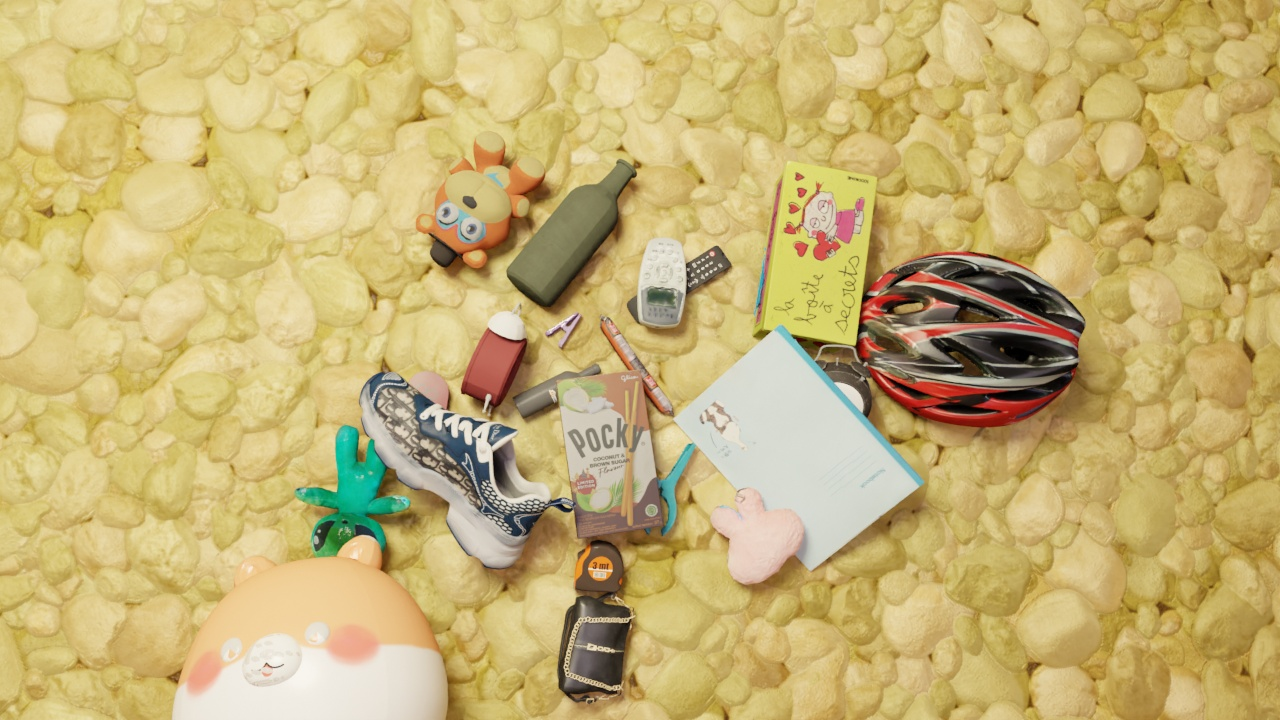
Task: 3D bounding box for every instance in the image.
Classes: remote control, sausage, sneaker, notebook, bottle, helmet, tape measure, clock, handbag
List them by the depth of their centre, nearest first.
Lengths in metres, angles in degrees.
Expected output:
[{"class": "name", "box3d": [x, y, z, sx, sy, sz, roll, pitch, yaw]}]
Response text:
[{"class": "sneaker", "box3d": [-0.197, 0.102, 1.044, 0.133, 0.103, 0.269, -41, 91, 22]}, {"class": "handbag", "box3d": [-0.051, 0.336, 1.076, 0.079, 0.054, 0.128, 14, 77, -14]}, {"class": "tape measure", "box3d": [-0.050, 0.245, 1.094, 0.058, 0.038, 0.059, 4, 94, -4]}, {"class": "clock", "box3d": [-0.169, -0.004, 1.094, 0.048, 0.096, 0.137, 24, 82, -2]}, {"class": "notebook", "box3d": [0.188, 0.107, 1.111, 0.181, 0.009, 0.253, -43, 86, 16]}, {"class": "tape measure", "box3d": [-0.256, 0.042, 1.118, 0.059, 0.019, 0.051, 31, 77, -6]}, {"class": "clock", "box3d": [0.237, 0.044, 1.123, 0.091, 0.043, 0.123, 3, 116, 6]}, {"class": "bottle", "box3d": [-0.100, 0.033, 1.127, 0.113, 0.030, 0.030, -27, 84, -9]}, {"class": "helmet", "box3d": [0.400, -0.033, 1.128, 0.272, 0.167, 0.217, 12, 76, 10]}, {"class": "bottle", "box3d": [-0.078, -0.164, 1.141, 0.071, 0.071, 0.206, 37, 80, 2]}, {"class": "remote control", "box3d": [0.027, -0.097, 1.143, 0.060, 0.028, 0.114, 7, 80, -3]}, {"class": "sausage", "box3d": [-0.007, 0.007, 1.145, 0.020, 0.020, 0.155, -35, 85, -10]}, {"class": "remote control", "box3d": [0.050, -0.098, 1.169, 0.146, 0.015, 0.033, -33, 85, -9]}]

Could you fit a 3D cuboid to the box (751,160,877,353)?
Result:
[{"class": "box", "box3d": [0.218, -0.127, 1.157, 0.124, 0.080, 0.220, 12, 79, -3]}]

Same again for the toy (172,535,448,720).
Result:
[{"class": "toy", "box3d": [-0.336, 0.328, 0.943, 0.262, 0.266, 0.280, -10, 66, -4]}]

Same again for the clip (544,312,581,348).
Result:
[{"class": "clip", "box3d": [-0.099, -0.041, 1.149, 0.045, 0.014, 0.051, 16, 83, 1]}]

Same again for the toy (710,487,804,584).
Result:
[{"class": "toy", "box3d": [0.137, 0.208, 1.106, 0.108, 0.053, 0.105, -40, 77, 4]}]

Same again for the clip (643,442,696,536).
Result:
[{"class": "clip", "box3d": [0.014, 0.153, 1.120, 0.103, 0.027, 0.120, 4, 80, -2]}]

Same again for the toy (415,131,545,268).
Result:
[{"class": "toy", "box3d": [-0.199, -0.190, 1.131, 0.112, 0.096, 0.176, 32, 91, 0]}]

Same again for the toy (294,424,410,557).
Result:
[{"class": "toy", "box3d": [-0.333, 0.174, 1.069, 0.130, 0.072, 0.193, 10, 89, -1]}]

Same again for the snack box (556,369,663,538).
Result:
[{"class": "snack box", "box3d": [-0.037, 0.110, 1.090, 0.101, 0.032, 0.186, -8, 83, -7]}]
